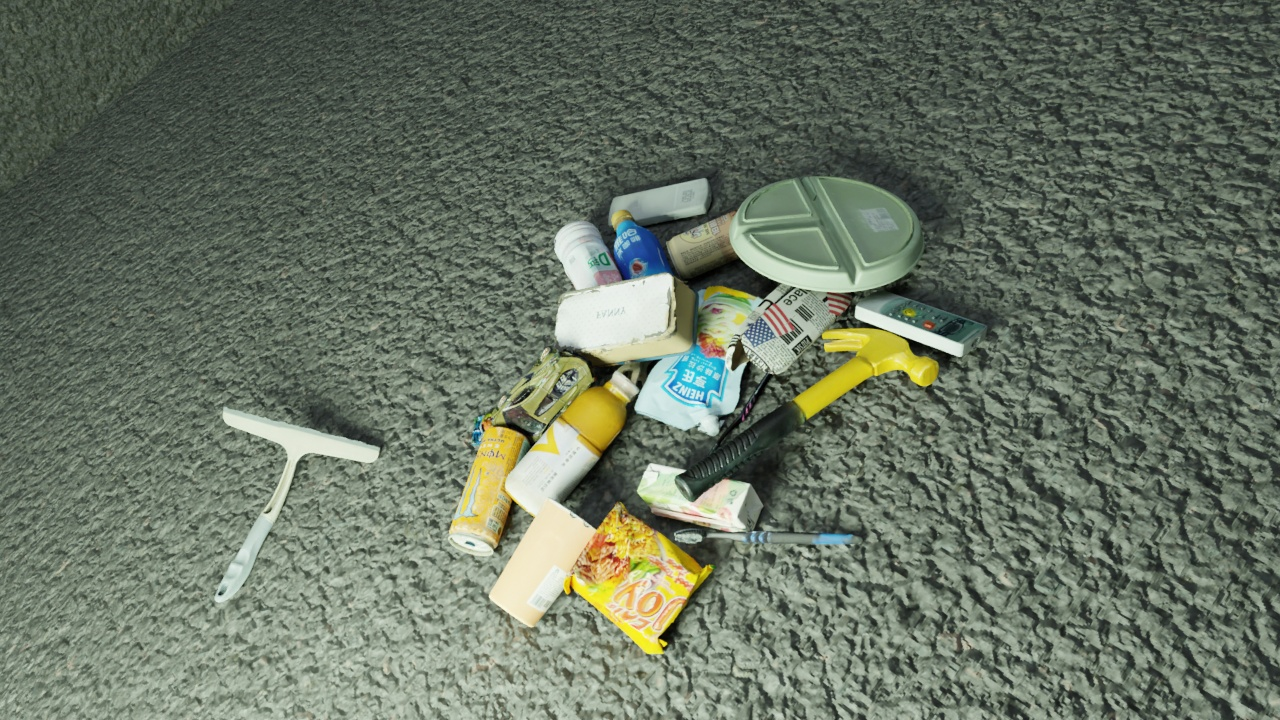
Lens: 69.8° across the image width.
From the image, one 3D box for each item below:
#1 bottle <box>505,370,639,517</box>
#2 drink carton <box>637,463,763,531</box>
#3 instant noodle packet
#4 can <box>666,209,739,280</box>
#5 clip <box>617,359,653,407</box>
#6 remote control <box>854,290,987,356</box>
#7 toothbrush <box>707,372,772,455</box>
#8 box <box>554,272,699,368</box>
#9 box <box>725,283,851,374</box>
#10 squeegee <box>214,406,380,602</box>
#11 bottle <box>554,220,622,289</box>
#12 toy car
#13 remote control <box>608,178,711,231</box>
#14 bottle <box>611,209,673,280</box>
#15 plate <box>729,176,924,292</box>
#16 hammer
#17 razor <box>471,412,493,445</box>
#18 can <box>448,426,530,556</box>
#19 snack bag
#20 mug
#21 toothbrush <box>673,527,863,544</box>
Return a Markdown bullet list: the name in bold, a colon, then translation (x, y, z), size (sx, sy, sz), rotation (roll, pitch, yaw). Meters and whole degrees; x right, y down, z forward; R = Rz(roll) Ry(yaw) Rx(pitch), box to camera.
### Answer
- **bottle**: translation (-0.075, 0.094, 1.058), size (0.189, 0.068, 0.068), rotation (-49, 49, -6)
- **drink carton**: translation (0.062, 0.148, 0.969), size (0.123, 0.053, 0.045), rotation (7, 59, 32)
- **instant noodle packet**: translation (-0.003, 0.221, 0.936), size (0.128, 0.044, 0.110), rotation (32, 76, 19)
- **can**: translation (0.096, -0.150, 1.179), size (0.116, 0.058, 0.058), rotation (-22, 48, 9)
- **clip**: translation (-0.005, 0.010, 1.121), size (0.035, 0.072, 0.100), rotation (3, 62, 29)
- **remote control**: translation (0.304, -0.043, 1.004), size (0.056, 0.019, 0.135), rotation (-29, 40, -36)
- **toothbrush**: translation (0.127, 0.049, 1.041), size (0.018, 0.014, 0.189), rotation (26, 69, 28)
- **box**: translation (-0.013, -0.046, 1.082), size (0.185, 0.062, 0.089), rotation (-5, 69, 31)
- **box**: translation (0.169, -0.039, 1.035), size (0.086, 0.076, 0.161), rotation (32, 57, 31)
- **squeegee**: translation (-0.496, 0.204, 1.217), size (0.247, 0.039, 0.246), rotation (12, 66, 13)
- **bottle**: translation (-0.058, -0.106, 1.216), size (0.068, 0.068, 0.196), rotation (-29, 48, 3)
- **toy car**: translation (-0.117, 0.047, 1.099), size (0.158, 0.070, 0.042), rotation (-45, 24, 26)
- **remote control**: translation (0.027, -0.218, 1.291), size (0.150, 0.021, 0.058), rotation (-7, 52, 22)
- **bottle**: translation (0.006, -0.124, 1.201), size (0.065, 0.065, 0.218), rotation (-27, 47, 5)
- **plate**: translation (0.221, -0.158, 1.089), size (0.230, 0.028, 0.229), rotation (-2, 42, 1)
- **hammer**: translation (0.163, 0.054, 0.965), size (0.300, 0.033, 0.129), rotation (-32, 39, -18)
- **razor**: translation (-0.151, 0.072, 1.157), size (0.143, 0.022, 0.042), rotation (-13, 52, 17)
- **can**: translation (-0.177, 0.152, 1.082), size (0.058, 0.058, 0.145), rotation (-2, 54, 25)
- **snack bag**: translation (0.080, 0.000, 1.081), size (0.110, 0.039, 0.190), rotation (24, 65, 13)
- **mug**: translation (-0.103, 0.219, 0.987), size (0.078, 0.078, 0.122), rotation (24, 73, 38)
- **toothbrush**: translation (0.126, 0.178, 0.919), size (0.190, 0.016, 0.014), rotation (-1, 92, 12)
